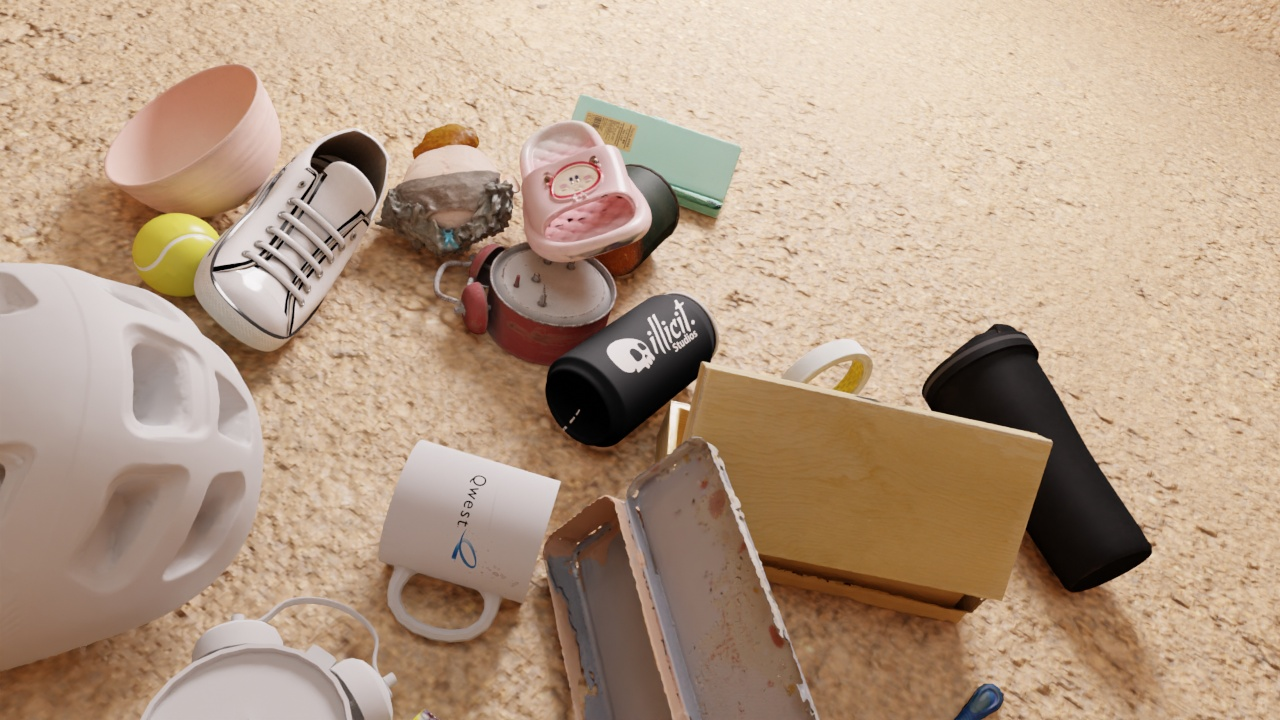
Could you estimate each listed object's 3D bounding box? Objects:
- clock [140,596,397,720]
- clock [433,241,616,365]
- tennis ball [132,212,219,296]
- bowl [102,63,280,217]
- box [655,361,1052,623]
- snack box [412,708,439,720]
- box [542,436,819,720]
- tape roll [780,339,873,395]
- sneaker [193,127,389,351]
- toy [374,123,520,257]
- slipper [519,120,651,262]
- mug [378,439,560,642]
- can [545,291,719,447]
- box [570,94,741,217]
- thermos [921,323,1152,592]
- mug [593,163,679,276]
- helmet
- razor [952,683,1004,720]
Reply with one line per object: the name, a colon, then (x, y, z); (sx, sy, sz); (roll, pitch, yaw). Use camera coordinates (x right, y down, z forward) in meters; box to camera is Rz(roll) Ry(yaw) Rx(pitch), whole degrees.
clock: (-0.203, 0.196, 0.500); (0.120, 0.061, 0.158); (21, 44, 1)
clock: (-0.098, -0.060, 0.794); (0.156, 0.062, 0.109); (12, 44, -7)
tennis ball: (-0.362, -0.083, 0.721); (0.065, 0.065, 0.065); (10, 44, -10)
bowl: (-0.370, -0.177, 0.789); (0.153, 0.076, 0.152); (-12, 51, 15)
box: (0.140, 0.100, 0.674); (0.248, 0.185, 0.141); (12, 65, -6)
snack box: (-0.084, 0.262, 0.501); (0.149, 0.026, 0.061); (33, 46, 15)
box: (0.017, 0.166, 0.550); (0.043, 0.151, 0.216); (24, 34, -38)
tape roll: (0.153, 0.022, 0.777); (0.093, 0.094, 0.019); (-12, 51, -29)
sneaker: (-0.261, -0.111, 0.740); (0.091, 0.097, 0.244); (46, 32, -25)
toy: (-0.179, -0.160, 0.859); (0.132, 0.076, 0.175); (-6, 49, -4)
slipper: (-0.060, -0.155, 0.808); (0.107, 0.056, 0.221); (-21, 42, -1)
mug: (-0.116, 0.123, 0.601); (0.096, 0.083, 0.119); (17, 72, -2)
can: (-0.004, 0.004, 0.748); (0.080, 0.080, 0.145); (37, 46, 18)
box: (0.012, -0.228, 0.990); (0.189, 0.080, 0.077); (21, 44, 2)
thermos: (0.336, 0.082, 0.783); (0.105, 0.106, 0.218); (-6, 54, -24)
mug: (-0.029, -0.134, 0.887); (0.111, 0.085, 0.081); (4, 36, 32)
helmet: (-0.372, 0.054, 0.509); (0.282, 0.184, 0.223); (-11, 61, 5)
razor: (0.202, 0.256, 0.614); (0.140, 0.018, 0.044); (-18, 54, -37)
